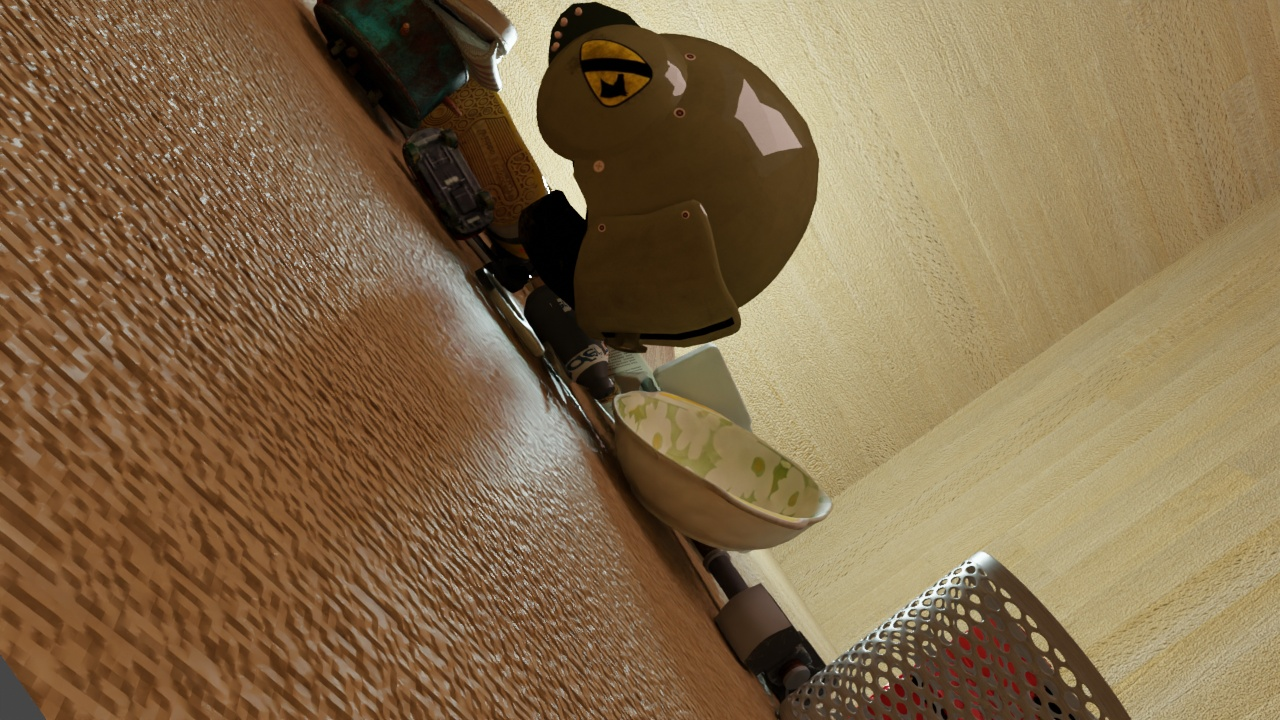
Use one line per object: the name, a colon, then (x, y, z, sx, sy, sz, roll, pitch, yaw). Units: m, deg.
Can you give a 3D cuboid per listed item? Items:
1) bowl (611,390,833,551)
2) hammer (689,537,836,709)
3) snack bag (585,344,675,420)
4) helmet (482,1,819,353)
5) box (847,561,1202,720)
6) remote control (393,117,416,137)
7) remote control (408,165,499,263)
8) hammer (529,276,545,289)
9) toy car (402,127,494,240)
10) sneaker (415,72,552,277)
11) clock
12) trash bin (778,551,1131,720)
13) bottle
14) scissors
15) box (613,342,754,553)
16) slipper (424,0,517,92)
bowl: (0.053, 0.094, 0.720, 0.188, 0.060, 0.219, 21, 13, -19)
hammer: (0.047, 0.145, 0.789, 0.322, 0.043, 0.156, 52, -1, 45)
snack bag: (-0.006, 0.006, 0.963, 0.206, 0.070, 0.094, 53, 26, -50)
helmet: (0.006, -0.121, 0.702, 0.233, 0.255, 0.250, 50, 0, 19)
box: (0.472, 0.448, 1.178, 0.211, 0.379, 0.123, 56, 18, 23)
remote control: (-0.255, -0.266, 0.873, 0.136, 0.011, 0.050, 54, 1, -43)
remote control: (-0.153, -0.116, 0.793, 0.045, 0.008, 0.147, 56, 1, 41)
hammer: (-0.148, -0.176, 1.003, 0.118, 0.051, 0.322, -42, -110, 47)
toy car: (-0.150, -0.138, 0.715, 0.091, 0.042, 0.036, 61, -29, -6)
sneaker: (-0.142, -0.179, 0.898, 0.238, 0.086, 0.122, 58, -3, 32)
clock: (-0.221, -0.262, 0.768, 0.158, 0.073, 0.121, 37, -15, 35)
trash bin: (0.208, 0.248, 0.628, 0.156, 0.183, 0.156, 55, 1, -2)
bottle: (-0.059, -0.015, 0.790, 0.112, 0.047, 0.047, 55, 1, 18)
scissors: (-0.071, 0.000, 0.687, 0.170, 0.012, 0.157, 55, 1, 6)
box: (0.060, 0.086, 0.868, 0.122, 0.077, 0.197, -8, -68, 53)
slipper: (-0.162, -0.289, 0.815, 0.115, 0.052, 0.263, 37, 2, -15)
